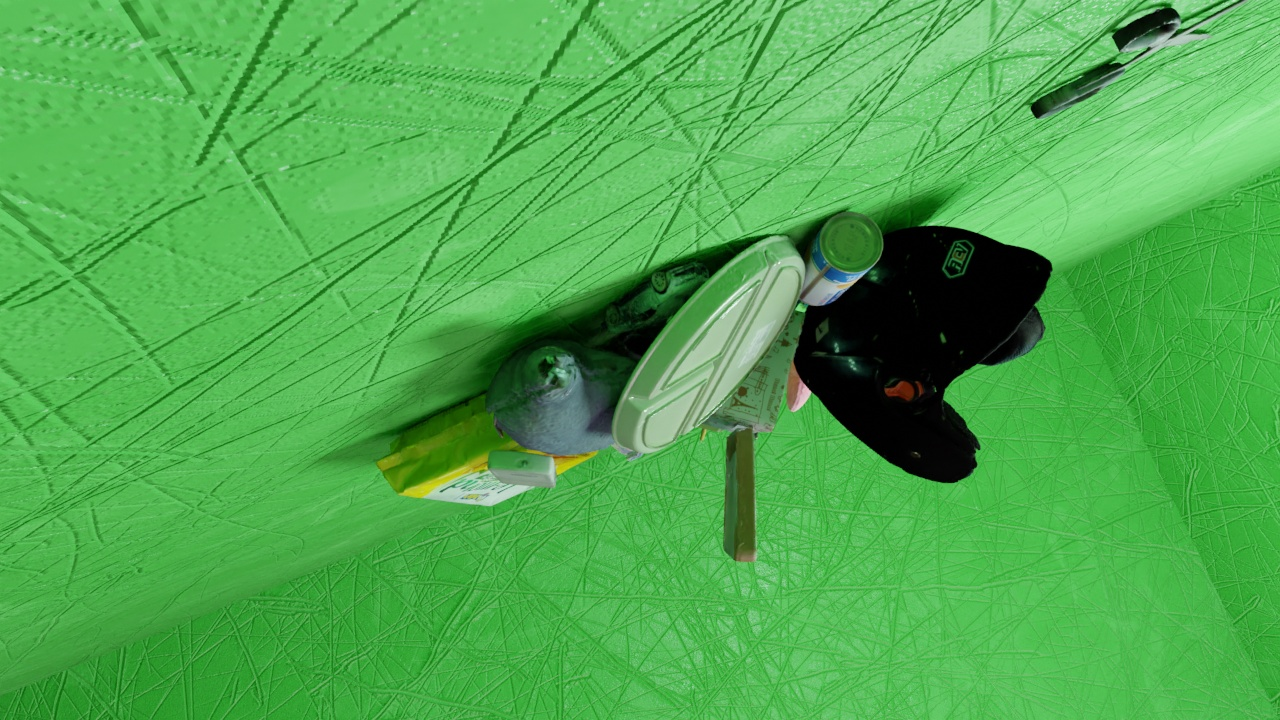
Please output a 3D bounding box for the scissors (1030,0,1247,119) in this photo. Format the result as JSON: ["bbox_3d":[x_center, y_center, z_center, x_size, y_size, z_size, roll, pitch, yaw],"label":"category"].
[{"bbox_3d":[0.346,-0.213,0.606,0.177,0.014,0.159,-28,173,20],"label":"scissors"}]

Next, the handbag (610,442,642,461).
[{"bbox_3d":[0.008,0.061,1.211,0.134,0.075,0.194,-51,179,-12],"label":"handbag"}]

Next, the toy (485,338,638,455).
[{"bbox_3d":[-0.059,0.036,0.795,0.138,0.091,0.356,3,169,13],"label":"toy"}]

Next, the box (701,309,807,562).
[{"bbox_3d":[0.102,0.076,0.976,0.088,0.262,0.178,14,173,3],"label":"box"}]

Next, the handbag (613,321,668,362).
[{"bbox_3d":[-0.006,0.005,0.940,0.120,0.068,0.132,-3,162,-44],"label":"handbag"}]

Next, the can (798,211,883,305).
[{"bbox_3d":[0.170,-0.086,0.813,0.053,0.053,0.135,-22,172,-5],"label":"can"}]

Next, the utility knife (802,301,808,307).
[{"bbox_3d":[0.237,-0.074,1.246,0.029,0.013,0.193,-22,171,11],"label":"utility knife"}]

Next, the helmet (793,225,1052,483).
[{"bbox_3d":[0.287,-0.026,0.942,0.232,0.230,0.275,-51,169,-35],"label":"helmet"}]

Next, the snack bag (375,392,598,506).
[{"bbox_3d":[-0.154,0.096,0.995,0.158,0.068,0.246,-25,162,11],"label":"snack bag"}]

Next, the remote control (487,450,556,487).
[{"bbox_3d":[-0.109,0.103,0.866,0.058,0.021,0.150,5,167,-3],"label":"remote control"}]

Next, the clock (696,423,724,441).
[{"bbox_3d":[0.096,0.031,1.188,0.056,0.116,0.161,15,151,-2],"label":"clock"}]

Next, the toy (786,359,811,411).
[{"bbox_3d":[0.229,-0.030,1.125,0.195,0.074,0.178,-66,171,24],"label":"toy"}]

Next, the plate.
[{"bbox_3d":[0.064,-0.006,0.785,0.229,0.027,0.230,-41,160,-18],"label":"plate"}]

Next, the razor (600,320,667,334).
[{"bbox_3d":[0.037,-0.052,0.796,0.143,0.022,0.042,-24,174,12],"label":"razor"}]

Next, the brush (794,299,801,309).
[{"bbox_3d":[0.180,-0.051,1.181,0.083,0.046,0.255,-17,168,-7],"label":"brush"}]

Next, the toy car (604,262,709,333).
[{"bbox_3d":[0.014,-0.047,0.728,0.048,0.031,0.106,-17,170,-40],"label":"toy car"}]
